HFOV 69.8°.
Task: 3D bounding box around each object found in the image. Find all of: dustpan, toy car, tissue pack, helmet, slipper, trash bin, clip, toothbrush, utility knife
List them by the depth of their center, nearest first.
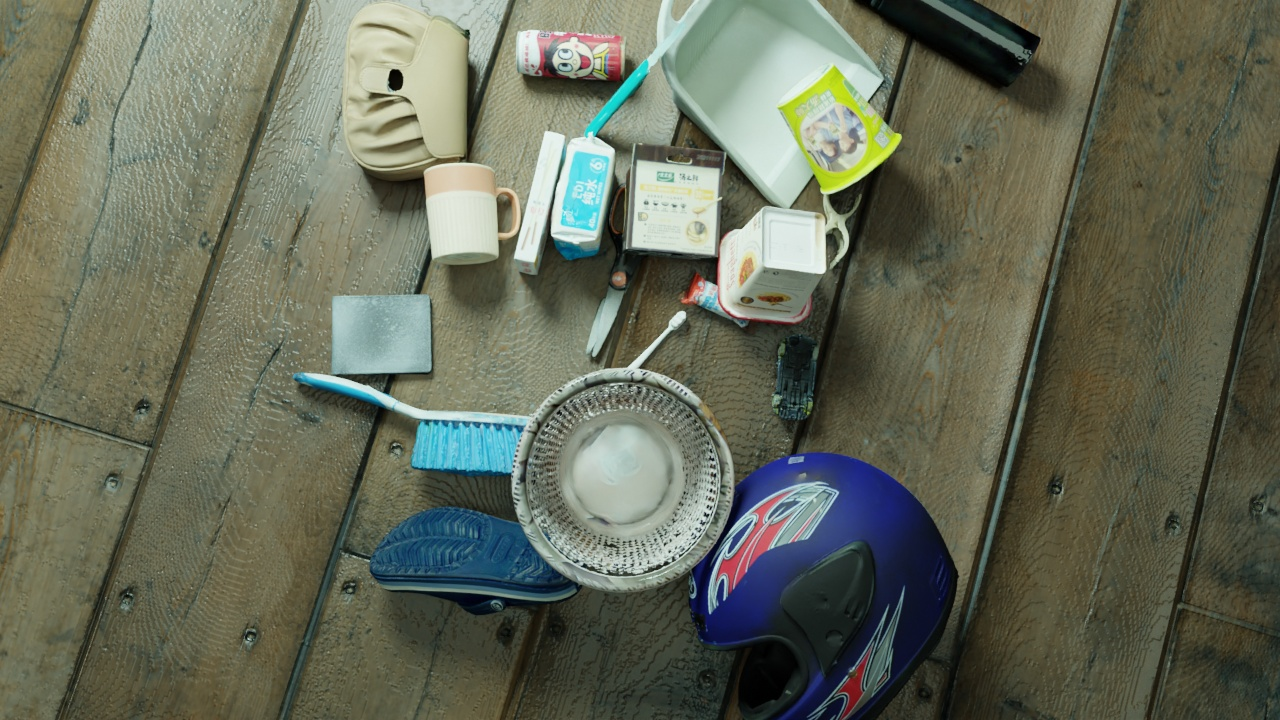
[{"bbox_3d":[0.169,0.246,0.991,0.240,0.247,0.315,38,92,0],"label":"helmet"},{"bbox_3d":[-0.020,0.128,1.019,0.227,0.192,0.227,0,85,-1],"label":"trash bin"},{"bbox_3d":[-0.182,0.239,1.061,0.253,0.104,0.095,2,127,12],"label":"slipper"},{"bbox_3d":[-0.011,-0.319,1.073,0.013,0.220,0.029,15,56,-30],"label":"utility knife"},{"bbox_3d":[0.144,-0.354,1.093,0.258,0.143,0.222,36,85,3],"label":"dustpan"},{"bbox_3d":[-0.069,-0.194,1.097,0.063,0.090,0.140,11,85,-1],"label":"tissue pack"},{"bbox_3d":[0.188,0.020,1.115,0.049,0.031,0.105,7,86,-2],"label":"toy car"},{"bbox_3d":[-0.007,0.007,1.119,0.016,0.016,0.180,43,86,4],"label":"toothbrush"},{"bbox_3d":[0.239,-0.165,1.133,0.074,0.035,0.100,17,80,1],"label":"clip"}]

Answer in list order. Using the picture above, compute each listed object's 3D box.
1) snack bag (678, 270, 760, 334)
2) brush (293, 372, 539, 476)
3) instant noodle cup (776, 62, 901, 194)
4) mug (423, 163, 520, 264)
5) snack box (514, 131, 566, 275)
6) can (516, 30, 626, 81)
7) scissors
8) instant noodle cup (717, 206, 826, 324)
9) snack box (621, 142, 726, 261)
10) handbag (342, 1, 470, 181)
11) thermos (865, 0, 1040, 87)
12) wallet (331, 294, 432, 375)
[{"bbox_3d":[0.100,-0.071,1.124,0.105,0.026,0.045,24,78,-2],"label":"snack bag"},{"bbox_3d":[-0.264,0.078,1.091,0.314,0.060,0.109,4,80,1],"label":"brush"},{"bbox_3d":[0.227,-0.280,1.086,0.111,0.112,0.123,-41,105,-5],"label":"instant noodle cup"},{"bbox_3d":[-0.200,-0.174,1.103,0.114,0.082,0.106,-3,86,-32],"label":"mug"},{"bbox_3d":[-0.119,-0.186,1.097,0.027,0.085,0.156,13,85,-3],"label":"snack box"},{"bbox_3d":[-0.085,-0.375,1.130,0.133,0.053,0.053,3,85,-2],"label":"can"},{"bbox_3d":[-0.007,-0.107,1.125,0.139,0.022,0.235,0,85,-2],"label":"scissors"},{"bbox_3d":[0.157,-0.114,1.066,0.116,0.124,0.116,6,70,-9],"label":"instant noodle cup"},{"bbox_3d":[0.039,-0.188,1.100,0.113,0.053,0.125,4,88,-10],"label":"snack box"},{"bbox_3d":[-0.280,-0.321,1.097,0.147,0.100,0.204,1,89,-5],"label":"handbag"},{"bbox_3d":[0.377,-0.440,1.145,0.242,0.069,0.089,32,63,2],"label":"thermos"},{"bbox_3d":[-0.314,-0.031,1.114,0.121,0.019,0.097,-1,87,-3],"label":"wallet"}]
